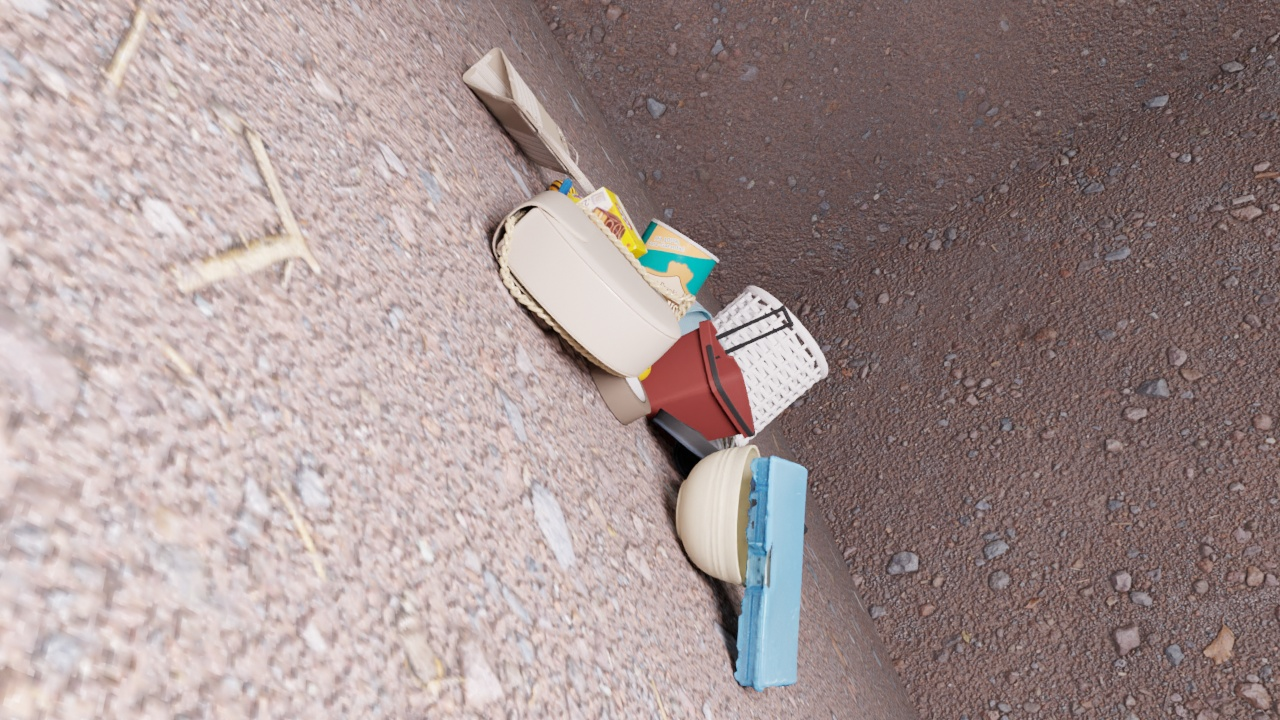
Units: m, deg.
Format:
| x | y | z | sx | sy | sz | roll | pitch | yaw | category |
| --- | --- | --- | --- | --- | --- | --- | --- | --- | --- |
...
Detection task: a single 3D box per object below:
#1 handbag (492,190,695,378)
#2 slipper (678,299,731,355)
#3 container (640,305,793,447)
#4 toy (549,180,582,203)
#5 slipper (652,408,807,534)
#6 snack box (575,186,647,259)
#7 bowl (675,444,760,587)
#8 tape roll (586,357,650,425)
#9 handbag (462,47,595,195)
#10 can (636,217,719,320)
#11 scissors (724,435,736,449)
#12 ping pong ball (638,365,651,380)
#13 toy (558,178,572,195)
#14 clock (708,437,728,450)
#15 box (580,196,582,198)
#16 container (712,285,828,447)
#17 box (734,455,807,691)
| x | y | z | sx | sy | sz | roll | pitch | yaw | category |
| --- | --- | --- | --- | --- | --- | --- | --- | --- | --- |
| -0.046 | -0.084 | 0.936 | 0.208 | 0.103 | 0.210 | 45 | 12 | -9 | handbag |
| 0.064 | -0.040 | 1.339 | 0.245 | 0.104 | 0.074 | 53 | -20 | 24 | slipper |
| 0.108 | 0.022 | 1.179 | 0.148 | 0.201 | 0.126 | 52 | 23 | -47 | container |
| -0.097 | -0.218 | 1.308 | 0.084 | 0.046 | 0.103 | 15 | 32 | -46 | toy |
| 0.098 | 0.163 | 1.150 | 0.265 | 0.083 | 0.109 | 39 | -3 | -28 | slipper |
| -0.061 | -0.139 | 1.076 | 0.083 | 0.106 | 0.061 | 61 | 12 | 4 | snack box |
| 0.083 | 0.164 | 0.985 | 0.150 | 0.075 | 0.150 | 3 | 89 | -71 | bowl |
| -0.024 | 0.024 | 1.025 | 0.094 | 0.030 | 0.093 | 59 | 10 | -17 | tape roll |
| -0.121 | -0.280 | 1.182 | 0.198 | 0.062 | 0.175 | 51 | 3 | 31 | handbag |
| 0.017 | -0.089 | 1.136 | 0.099 | 0.144 | 0.099 | 32 | 5 | -3 | can |
| 0.123 | 0.173 | 1.273 | 0.131 | 0.014 | 0.152 | 62 | 37 | -14 | scissors |
| -0.007 | 0.007 | 1.143 | 0.040 | 0.040 | 0.040 | 59 | 10 | -17 | ping pong ball |
| -0.075 | -0.157 | 1.169 | 0.113 | 0.071 | 0.176 | 41 | 25 | -76 | toy |
| 0.102 | 0.122 | 1.349 | 0.148 | 0.056 | 0.103 | 62 | 9 | -9 | clock |
| -0.026 | -0.178 | 1.483 | 0.201 | 0.111 | 0.101 | 53 | 38 | -41 | box |
| 0.163 | 0.012 | 1.447 | 0.189 | 0.186 | 0.189 | 49 | -6 | 6 | container |
| 0.149 | 0.227 | 0.987 | 0.175 | 0.060 | 0.231 | 38 | 55 | -70 | box |
